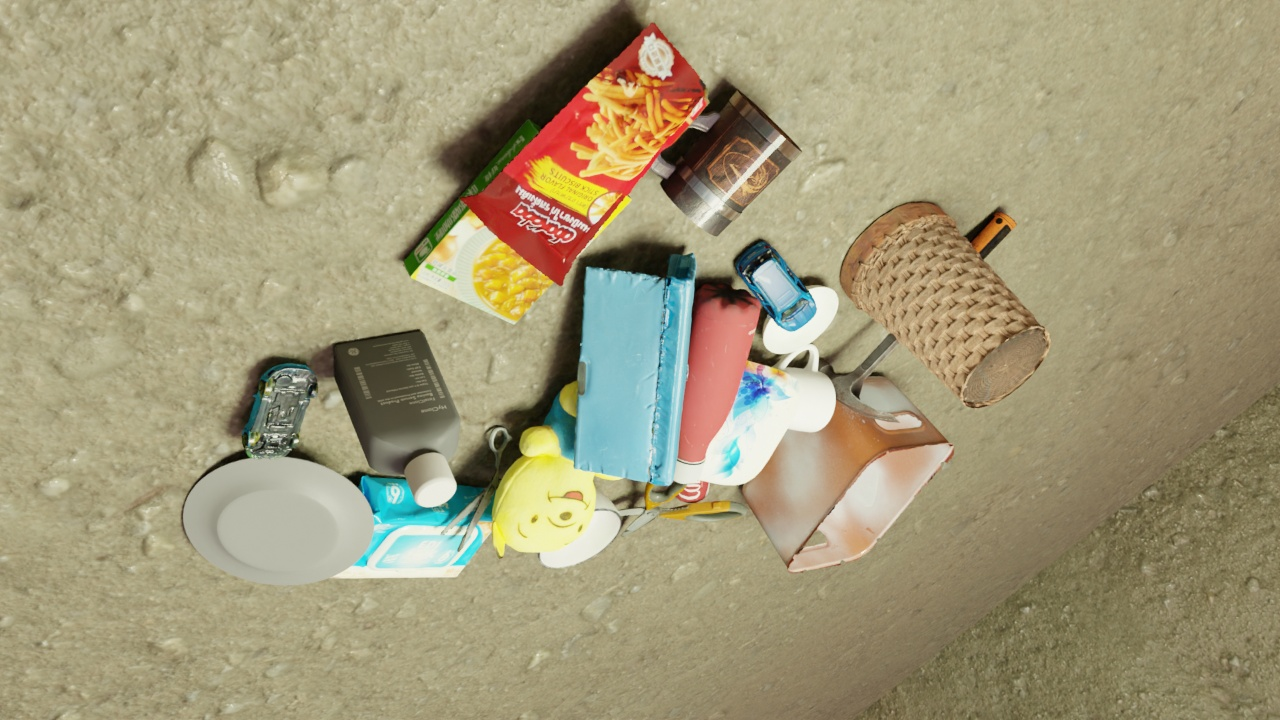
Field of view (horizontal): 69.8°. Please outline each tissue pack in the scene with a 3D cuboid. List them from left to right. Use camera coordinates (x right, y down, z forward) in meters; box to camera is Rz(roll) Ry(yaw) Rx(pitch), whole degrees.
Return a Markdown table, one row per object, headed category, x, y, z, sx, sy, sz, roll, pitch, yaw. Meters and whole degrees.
| category | x | y | z | sx | sy | sz | roll | pitch | yaw |
| --- | --- | --- | --- | --- | --- | --- | --- | --- | --- |
| tissue pack | -0.250 | 0.189 | 1.027 | 0.209 | 0.066 | 0.117 | 13 | 124 | -47 |

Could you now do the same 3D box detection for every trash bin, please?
| category | x | y | z | sx | sy | sz | roll | pitch | yaw |
| --- | --- | --- | --- | --- | --- | --- | --- | --- | --- |
| trash bin | 0.285 | 0.156 | 1.307 | 0.181 | 0.157 | 0.260 | -2 | 135 | -35 |
| trash bin | 0.352 | -0.064 | 1.059 | 0.151 | 0.210 | 0.151 | -20 | 141 | -17 |

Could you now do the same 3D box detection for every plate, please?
| category | x | y | z | sx | sy | sz | roll | pitch | yaw |
| --- | --- | --- | --- | --- | --- | --- | --- | --- | --- |
| plate | -0.356 | 0.165 | 0.907 | 0.178 | 0.012 | 0.179 | -5 | 126 | -7 |
| plate | 0.091 | 0.078 | 1.120 | 0.187 | 0.016 | 0.187 | 15 | 122 | -16 |
| plate | 0.187 | -0.055 | 1.102 | 0.104 | 0.026 | 0.104 | -20 | 141 | -17 |

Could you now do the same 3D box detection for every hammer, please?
| category | x | y | z | sx | sy | sz | roll | pitch | yaw |
| --- | --- | --- | --- | --- | --- | --- | --- | --- | --- |
| hammer | 0.366 | -0.058 | 1.169 | 0.314 | 0.138 | 0.035 | -48 | 140 | 6 |

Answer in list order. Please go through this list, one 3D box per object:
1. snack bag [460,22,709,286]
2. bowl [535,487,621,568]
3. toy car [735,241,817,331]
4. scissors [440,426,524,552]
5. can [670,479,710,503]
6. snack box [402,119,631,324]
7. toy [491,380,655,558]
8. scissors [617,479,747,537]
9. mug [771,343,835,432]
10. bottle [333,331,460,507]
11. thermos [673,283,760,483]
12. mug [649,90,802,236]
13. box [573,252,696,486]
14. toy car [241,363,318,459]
| category | x | y | z | sx | sy | sz | roll | pitch | yaw |
| --- | --- | --- | --- | --- | --- | --- | --- | --- | --- |
| snack bag | -0.038 | -0.169 | 0.759 | 0.208 | 0.066 | 0.139 | -43 | 147 | 7 |
| bowl | -0.088 | 0.202 | 1.158 | 0.116 | 0.065 | 0.116 | -20 | 142 | -17 |
| toy car | 0.152 | -0.077 | 1.014 | 0.056 | 0.043 | 0.120 | -39 | 125 | 8 |
| scissors | -0.158 | 0.144 | 1.030 | 0.146 | 0.014 | 0.141 | 10 | 93 | -52 |
| can | 0.067 | 0.144 | 1.218 | 0.054 | 0.054 | 0.097 | -21 | 142 | -17 |
| snack box | -0.107 | -0.115 | 0.813 | 0.168 | 0.027 | 0.132 | -45 | 142 | 15 |
| toy | -0.084 | 0.122 | 1.024 | 0.148 | 0.084 | 0.214 | 25 | 97 | -42 |
| scissors | 0.040 | 0.195 | 1.217 | 0.229 | 0.016 | 0.226 | 9 | 147 | -20 |
| mug | 0.193 | 0.032 | 1.175 | 0.087 | 0.081 | 0.114 | 9 | 96 | -34 |
| bottle | -0.206 | 0.052 | 0.806 | 0.083 | 0.173 | 0.046 | -12 | 139 | -27 |
| thermos | 0.072 | 0.034 | 1.032 | 0.073 | 0.073 | 0.240 | -5 | 120 | -33 |
| mug | 0.067 | -0.187 | 0.830 | 0.115 | 0.080 | 0.107 | 36 | 110 | -22 |
| box | -0.007 | 0.006 | 0.951 | 0.112 | 0.094 | 0.232 | 7 | 114 | 5 |
| toy car | -0.326 | 0.043 | 0.827 | 0.048 | 0.032 | 0.105 | 5 | 124 | -39 |
